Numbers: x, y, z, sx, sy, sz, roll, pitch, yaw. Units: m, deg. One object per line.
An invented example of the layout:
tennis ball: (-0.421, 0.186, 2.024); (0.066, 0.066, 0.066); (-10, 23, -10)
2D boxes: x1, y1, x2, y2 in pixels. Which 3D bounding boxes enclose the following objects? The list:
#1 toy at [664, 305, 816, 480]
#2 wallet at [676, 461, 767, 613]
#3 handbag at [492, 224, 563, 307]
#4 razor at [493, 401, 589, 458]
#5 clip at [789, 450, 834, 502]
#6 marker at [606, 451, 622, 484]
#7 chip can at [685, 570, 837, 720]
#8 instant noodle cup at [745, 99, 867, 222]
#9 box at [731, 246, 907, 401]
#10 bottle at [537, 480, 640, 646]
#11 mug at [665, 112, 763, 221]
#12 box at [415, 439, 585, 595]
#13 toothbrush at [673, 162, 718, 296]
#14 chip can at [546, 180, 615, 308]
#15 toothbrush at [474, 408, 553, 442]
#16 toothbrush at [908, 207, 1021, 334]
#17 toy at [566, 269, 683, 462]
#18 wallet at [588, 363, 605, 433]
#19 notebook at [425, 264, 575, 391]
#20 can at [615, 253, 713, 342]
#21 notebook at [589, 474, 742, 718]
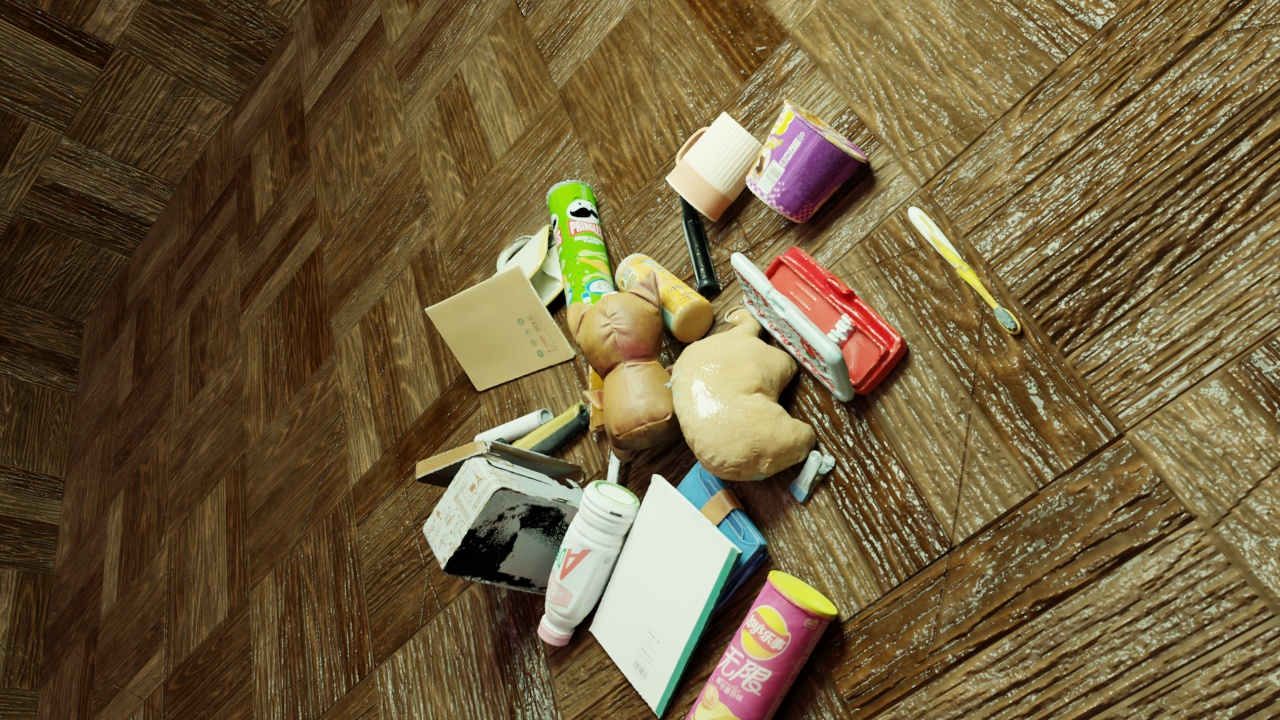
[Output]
toy: (0.098, 0.023, 0.973); (0.083, 0.143, 0.225); (106, 160, -53)
wallet: (0.071, 0.185, 0.975); (0.106, 0.040, 0.133); (-54, 44, 18)
handbag: (-0.172, -0.130, 1.362); (0.164, 0.063, 0.178); (-38, 33, 26)
razor: (-0.135, 0.105, 1.209); (0.168, 0.062, 0.067); (-35, 80, 23)
clip: (0.170, 0.116, 0.920); (0.057, 0.028, 0.024); (-58, 40, 22)
marker: (-0.031, 0.134, 1.098); (0.017, 0.016, 0.145); (5, 85, 46)
chip can: (0.101, 0.305, 0.861); (0.071, 0.071, 0.210); (35, 98, 48)
instant noodle cup: (0.177, -0.214, 1.012); (0.099, 0.111, 0.111); (-55, 42, 25)
box: (0.167, -0.049, 0.942); (0.095, 0.099, 0.201); (-52, 44, 15)
bottle: (-0.065, 0.238, 1.059); (0.068, 0.068, 0.197); (37, 108, 47)
mug: (0.090, -0.244, 1.125); (0.106, 0.081, 0.114); (-48, 43, 15)
box: (-0.169, 0.165, 1.118); (0.151, 0.182, 0.168); (-57, 42, 8)
toothbrush: (0.065, -0.171, 1.155); (0.026, 0.027, 0.212); (-9, 57, -3)
chip can: (-0.078, -0.140, 1.252); (0.072, 0.072, 0.235); (-35, 51, 29)
toothbrush: (-0.207, 0.110, 1.297); (0.222, 0.027, 0.026); (-23, 18, 37)
toothbrush: (0.306, -0.092, 0.881); (0.016, 0.018, 0.191); (-43, 46, 20)
toy: (-0.006, 0.006, 1.055); (0.140, 0.130, 0.199); (-22, 81, 6)
wallet: (-0.030, 0.019, 1.155); (0.119, 0.035, 0.130); (-21, 58, 35)
notebook: (-0.201, -0.040, 1.294); (0.208, 0.148, 0.008); (-19, 19, 39)
can: (0.028, -0.078, 1.126); (0.058, 0.058, 0.146); (-57, 43, 9)
notebook: (0.020, 0.249, 0.983); (0.150, 0.012, 0.209); (39, 112, 46)
